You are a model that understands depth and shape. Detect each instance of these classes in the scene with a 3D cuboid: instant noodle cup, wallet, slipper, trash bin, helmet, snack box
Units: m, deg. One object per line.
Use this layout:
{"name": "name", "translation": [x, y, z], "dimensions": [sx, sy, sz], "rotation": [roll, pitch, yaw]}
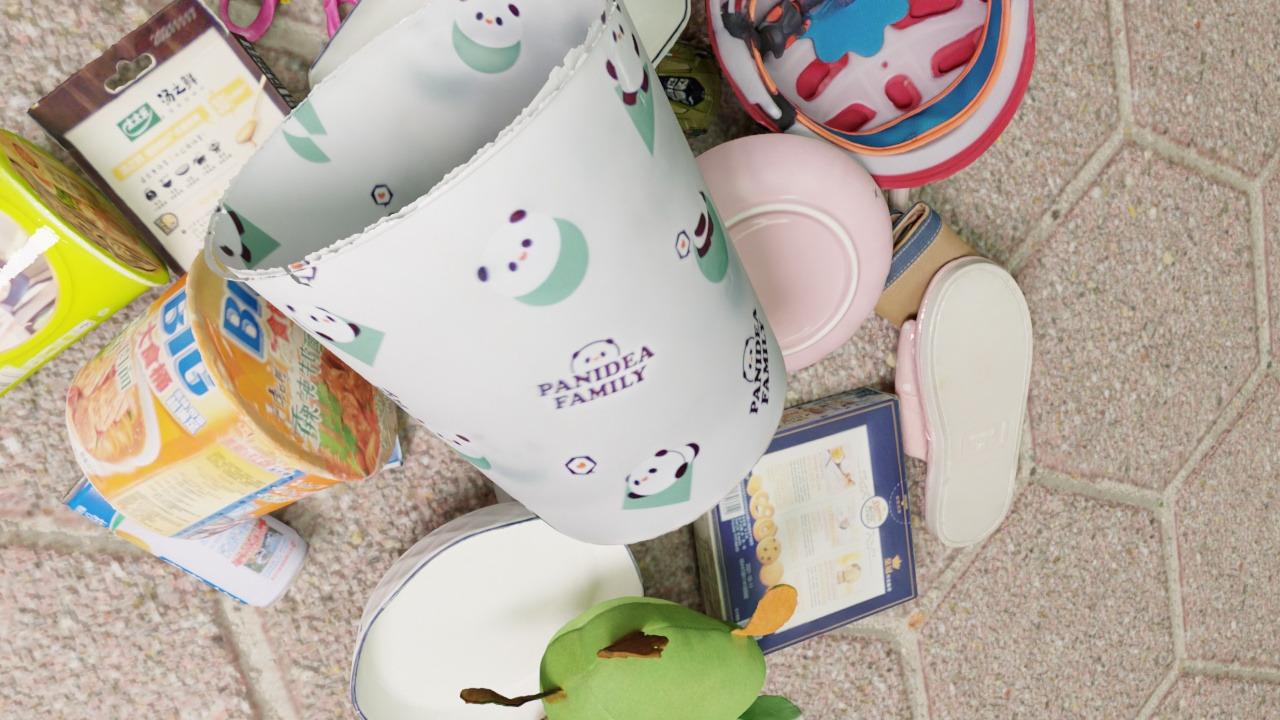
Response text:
{"name": "instant noodle cup", "translation": [-0.342, -0.041, 0.488], "dimensions": [0.123, 0.112, 0.111], "rotation": [-43, 112, -3]}
{"name": "wallet", "translation": [0.220, -0.068, 0.728], "dimensions": [0.115, 0.033, 0.090], "rotation": [26, 114, -39]}
{"name": "slipper", "translation": [0.268, 0.038, 0.774], "dimensions": [0.114, 0.054, 0.275], "rotation": [-20, 118, -14]}
{"name": "trash bin", "translation": [-0.052, -0.042, 0.495], "dimensions": [0.229, 0.230, 0.252], "rotation": [-45, 128, -11]}
{"name": "instant noodle cup", "translation": [-0.228, 0.023, 0.512], "dimensions": [0.111, 0.151, 0.151], "rotation": [-29, 110, 14]}
{"name": "helmet", "translation": [0.152, -0.248, 0.635], "dimensions": [0.207, 0.143, 0.240], "rotation": [-32, 122, 14]}
{"name": "snack box", "translation": [-0.249, -0.121, 0.524], "dimensions": [0.113, 0.053, 0.125], "rotation": [-35, 107, 1]}
{"name": "snack box", "translation": [0.132, 0.131, 0.740], "dimensions": [0.182, 0.046, 0.178], "rotation": [-13, 103, -21]}

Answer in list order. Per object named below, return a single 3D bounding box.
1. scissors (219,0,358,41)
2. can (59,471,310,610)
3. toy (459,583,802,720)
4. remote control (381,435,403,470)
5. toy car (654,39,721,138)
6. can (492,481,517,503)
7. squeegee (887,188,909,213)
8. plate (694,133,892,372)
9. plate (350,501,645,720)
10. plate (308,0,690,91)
{"name": "scissors", "translation": [-0.198, -0.245, 0.562], "dimensions": [0.118, 0.017, 0.133], "rotation": [28, 83, -22]}
{"name": "can", "translation": [-0.273, 0.099, 0.560], "dimensions": [0.134, 0.053, 0.053], "rotation": [39, 82, -23]}
{"name": "toy", "translation": [0.007, 0.209, 0.615], "dimensions": [0.227, 0.090, 0.246], "rotation": [-32, 146, 21]}
{"name": "remote control", "translation": [-0.191, 0.016, 0.598], "dimensions": [0.049, 0.024, 0.125], "rotation": [-13, 102, -20]}
{"name": "toy car", "translation": [-0.019, -0.190, 0.632], "dimensions": [0.158, 0.042, 0.070], "rotation": [0, 98, -20]}
{"name": "can", "translation": [-0.031, 0.070, 0.655], "dimensions": [0.146, 0.058, 0.058], "rotation": [-10, 102, -21]}
{"name": "squeegee", "translation": [0.198, -0.161, 0.729], "dimensions": [0.247, 0.040, 0.249], "rotation": [-4, 99, -22]}
{"name": "plate", "translation": [0.089, -0.062, 0.649], "dimensions": [0.192, 0.039, 0.193], "rotation": [-3, 123, -5]}
{"name": "plate", "translation": [-0.097, 0.178, 0.619], "dimensions": [0.204, 0.045, 0.205], "rotation": [-17, 128, -24]}
{"name": "plate", "translation": [-0.087, -0.196, 0.578], "dimensions": [0.162, 0.034, 0.266], "rotation": [38, 94, -15]}
